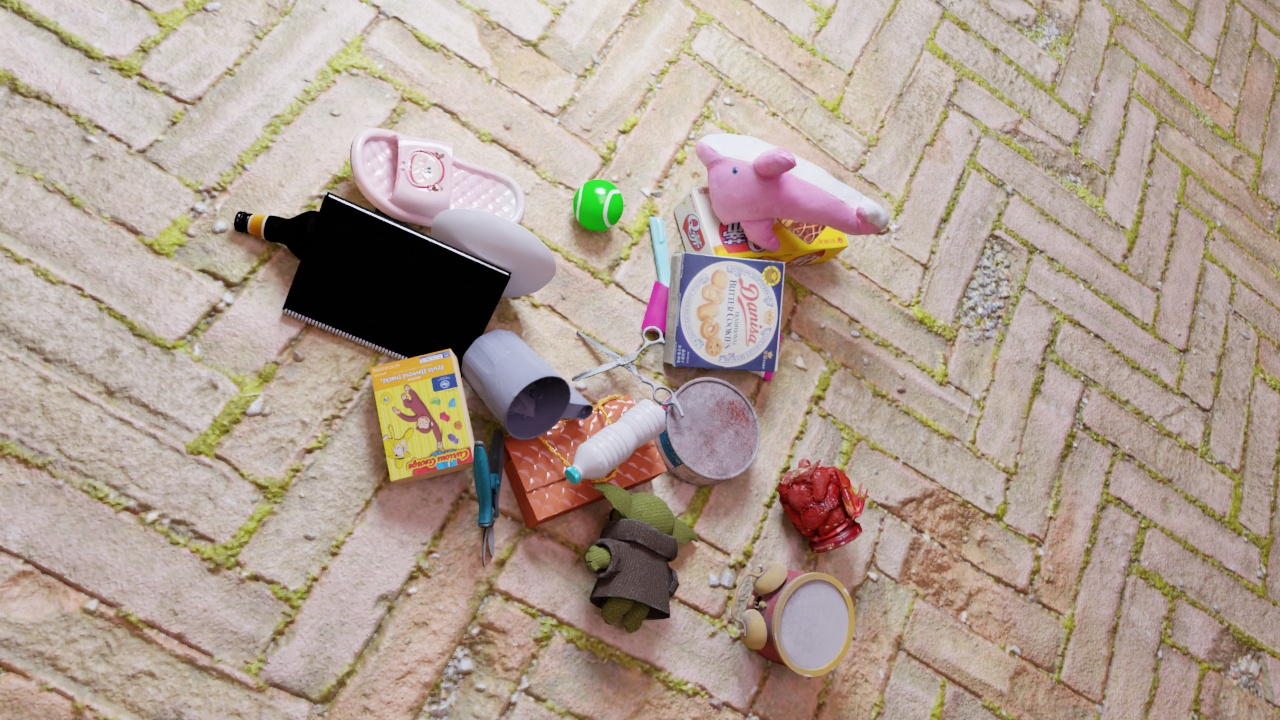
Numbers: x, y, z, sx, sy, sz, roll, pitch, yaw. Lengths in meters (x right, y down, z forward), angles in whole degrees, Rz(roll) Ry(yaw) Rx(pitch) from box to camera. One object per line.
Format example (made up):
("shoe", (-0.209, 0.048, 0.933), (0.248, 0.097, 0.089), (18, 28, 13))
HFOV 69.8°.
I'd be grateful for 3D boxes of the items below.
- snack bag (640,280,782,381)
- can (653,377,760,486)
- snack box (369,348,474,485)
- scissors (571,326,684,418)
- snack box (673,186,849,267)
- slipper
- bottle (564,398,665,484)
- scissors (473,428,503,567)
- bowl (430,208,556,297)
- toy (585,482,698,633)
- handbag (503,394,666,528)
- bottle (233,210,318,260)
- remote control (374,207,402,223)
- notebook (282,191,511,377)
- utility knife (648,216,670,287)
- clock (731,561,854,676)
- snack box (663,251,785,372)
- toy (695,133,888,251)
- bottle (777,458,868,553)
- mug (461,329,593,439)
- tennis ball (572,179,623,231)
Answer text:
("snack bag", (0.097, -0.038, 1.208), (0.196, 0.016, 0.070), (22, 75, -17))
("can", (0.083, 0.089, 1.145), (0.129, 0.044, 0.129), (8, 69, -22))
("snack box", (-0.234, 0.061, 0.995), (0.088, 0.040, 0.125), (-14, 77, -4))
("scissors", (-0.007, 0.009, 1.124), (0.175, 0.014, 0.141), (38, 54, 15))
("snack box", (0.169, -0.184, 1.273), (0.229, 0.062, 0.110), (-9, 76, -27))
("slipper", (-0.236, -0.208, 1.090), (0.221, 0.056, 0.106), (13, 71, -32))
("bottle", (-0.029, 0.093, 1.026), (0.136, 0.044, 0.044), (-35, 88, -32))
("scissors", (-0.164, 0.138, 0.985), (0.019, 0.125, 0.154), (1, 62, 6))
("bowl", (-0.173, -0.110, 1.040), (0.149, 0.150, 0.043), (25, 64, -15))
("toy", (-0.006, 0.225, 1.036), (0.179, 0.078, 0.152), (34, 54, -38))
("handbag", (-0.067, 0.109, 1.065), (0.171, 0.060, 0.109), (-17, 76, -28))
("bottle", (-0.354, -0.135, 1.013), (0.181, 0.059, 0.059), (12, 67, -4))
("remote control", (-0.300, -0.159, 1.077), (0.033, 0.015, 0.146), (20, 65, -17))
("notebook", (-0.266, -0.074, 1.001), (0.206, 0.149, 0.016), (23, 24, -15))
("utility knife", (0.032, -0.113, 1.212), (0.022, 0.015, 0.165), (-2, 75, -20))
("clock", (0.170, 0.300, 1.087), (0.158, 0.081, 0.117), (28, 73, -24))
("snack box", (0.108, -0.062, 1.173), (0.145, 0.043, 0.144), (3, 94, -16))
("toy", (0.184, -0.203, 1.185), (0.266, 0.186, 0.128), (23, 101, 8))
("bottle", (0.231, 0.176, 1.154), (0.098, 0.099, 0.111), (-25, 88, -29))
("mug", (-0.126, 0.027, 1.033), (0.123, 0.084, 0.104), (7, 27, -47))
("tennis ball", (-0.054, -0.199, 1.174), (0.065, 0.066, 0.065), (8, 69, -22))
